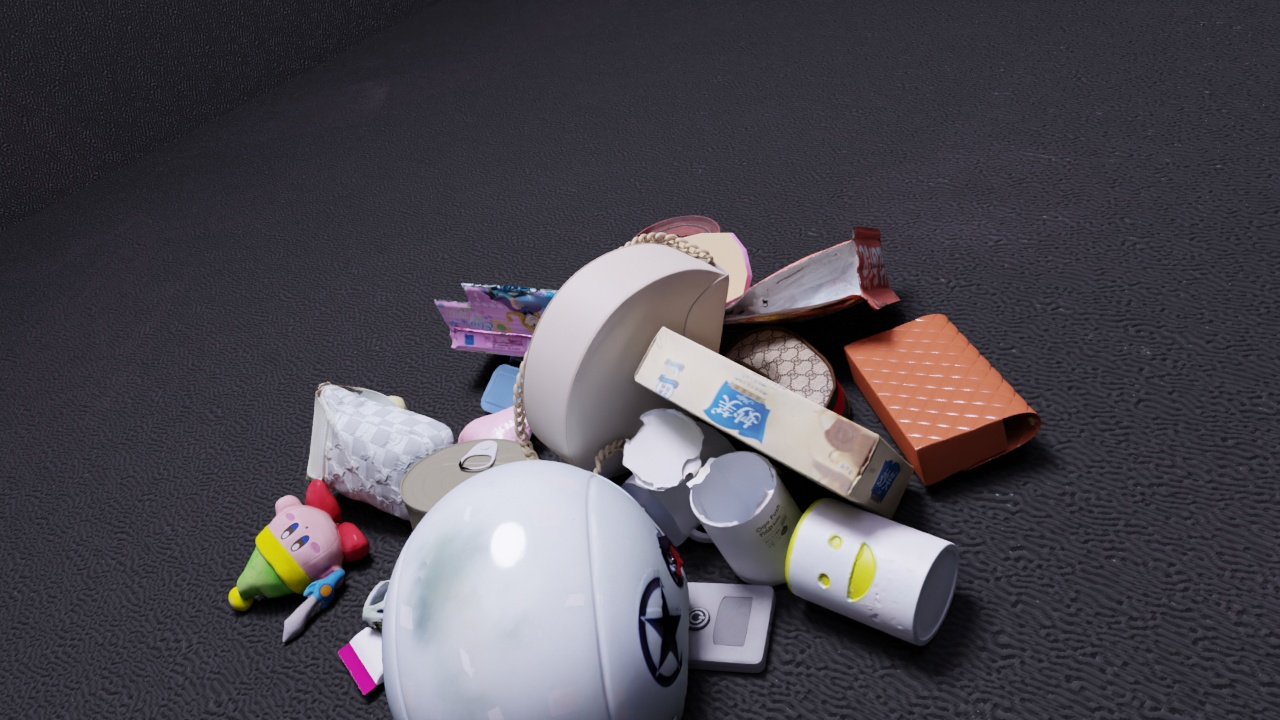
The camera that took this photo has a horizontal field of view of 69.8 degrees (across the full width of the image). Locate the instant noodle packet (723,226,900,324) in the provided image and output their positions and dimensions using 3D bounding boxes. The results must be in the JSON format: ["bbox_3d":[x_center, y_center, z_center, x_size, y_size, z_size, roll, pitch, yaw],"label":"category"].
[{"bbox_3d":[0.144,-0.069,0.965,0.221,0.084,0.164,-15,1,24],"label":"instant noodle packet"}]

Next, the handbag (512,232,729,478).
[{"bbox_3d":[-0.005,0.005,0.839,0.208,0.211,0.103,-28,48,-36],"label":"handbag"}]

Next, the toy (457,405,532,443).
[{"bbox_3d":[-0.152,0.083,0.983,0.093,0.050,0.102,-40,35,-7],"label":"toy"}]

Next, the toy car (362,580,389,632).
[{"bbox_3d":[-0.200,0.215,0.820,0.106,0.033,0.047,-6,35,20],"label":"toy car"}]

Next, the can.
[{"bbox_3d":[-0.155,0.137,0.865,0.128,0.073,0.127,-7,25,3],"label":"can"}]

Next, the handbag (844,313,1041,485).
[{"bbox_3d":[0.274,0.031,0.843,0.109,0.060,0.171,-23,33,4],"label":"handbag"}]

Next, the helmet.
[{"bbox_3d":[-0.089,0.183,0.676,0.237,0.164,0.263,-10,62,10],"label":"helmet"}]

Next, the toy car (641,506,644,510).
[{"bbox_3d":[-0.058,0.176,0.796,0.153,0.055,0.056,-30,-5,3],"label":"toy car"}]

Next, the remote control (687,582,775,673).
[{"bbox_3d":[0.032,0.215,0.752,0.151,0.019,0.074,-3,39,21],"label":"remote control"}]

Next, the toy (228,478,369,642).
[{"bbox_3d":[-0.344,0.204,0.916,0.131,0.097,0.124,-35,77,-32],"label":"toy"}]

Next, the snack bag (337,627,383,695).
[{"bbox_3d":[-0.181,0.223,0.844,0.196,0.016,0.070,-36,35,-21],"label":"snack bag"}]

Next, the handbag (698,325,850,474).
[{"bbox_3d":[0.127,0.045,0.910,0.138,0.063,0.166,-40,42,1],"label":"handbag"}]

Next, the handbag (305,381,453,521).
[{"bbox_3d":[-0.263,0.097,0.972,0.172,0.112,0.123,17,14,25],"label":"handbag"}]

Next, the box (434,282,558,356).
[{"bbox_3d":[-0.116,-0.031,1.036,0.231,0.159,0.066,6,76,20],"label":"box"}]

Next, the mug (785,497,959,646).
[{"bbox_3d":[0.177,0.160,0.703,0.106,0.083,0.082,16,48,38],"label":"mug"}]

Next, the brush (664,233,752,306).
[{"bbox_3d":[0.012,-0.086,1.052,0.229,0.089,0.043,-13,1,8],"label":"brush"}]

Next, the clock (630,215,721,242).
[{"bbox_3d":[0.042,-0.109,1.128,0.121,0.072,0.157,6,42,31],"label":"clock"}]

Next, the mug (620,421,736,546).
[{"bbox_3d":[0.050,0.120,0.832,0.105,0.074,0.089,39,61,18],"label":"mug"}]

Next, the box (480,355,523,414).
[{"bbox_3d":[-0.081,0.035,1.018,0.210,0.049,0.120,16,48,39],"label":"box"}]

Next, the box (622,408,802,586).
[{"bbox_3d":[0.064,0.113,0.770,0.083,0.137,0.144,-45,41,-16],"label":"box"}]

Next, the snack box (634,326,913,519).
[{"bbox_3d":[0.116,0.054,0.773,0.207,0.153,0.055,28,88,30],"label":"snack box"}]
